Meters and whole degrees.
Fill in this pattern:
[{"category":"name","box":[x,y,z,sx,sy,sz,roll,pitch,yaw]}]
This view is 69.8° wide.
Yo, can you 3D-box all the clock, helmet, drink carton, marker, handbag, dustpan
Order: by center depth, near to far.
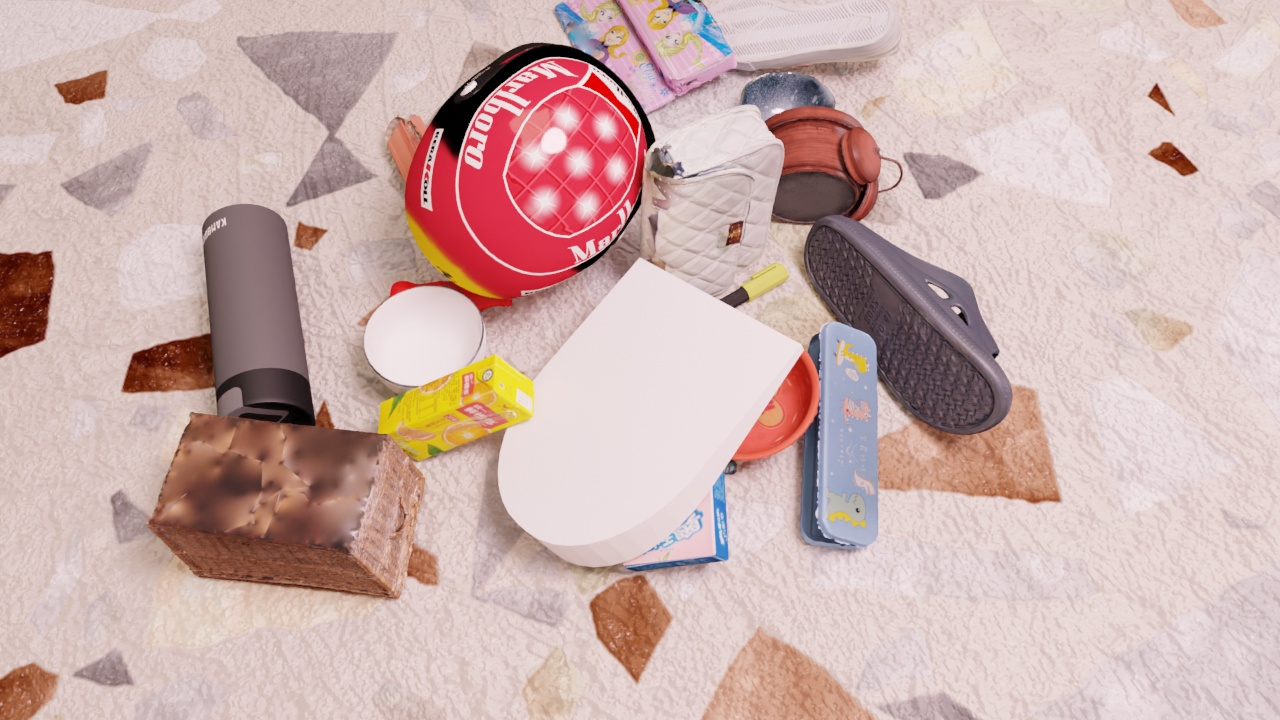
[{"category":"dustpan","box":[-0.007,0.055,0.802,0.191,0.053,0.257,33,77,35]},{"category":"drink carton","box":[-0.164,0.044,0.816,0.135,0.058,0.042,-21,52,23]},{"category":"helmet","box":[-0.096,-0.185,0.864,0.197,0.225,0.270,42,75,-25]},{"category":"handbag","box":[0.063,-0.138,0.872,0.138,0.195,0.072,-25,62,-14]},{"category":"marker","box":[0.095,-0.063,0.927,0.123,0.017,0.021,-30,108,-13]},{"category":"clock","box":[0.189,-0.197,0.946,0.158,0.120,0.072,1,67,12]}]

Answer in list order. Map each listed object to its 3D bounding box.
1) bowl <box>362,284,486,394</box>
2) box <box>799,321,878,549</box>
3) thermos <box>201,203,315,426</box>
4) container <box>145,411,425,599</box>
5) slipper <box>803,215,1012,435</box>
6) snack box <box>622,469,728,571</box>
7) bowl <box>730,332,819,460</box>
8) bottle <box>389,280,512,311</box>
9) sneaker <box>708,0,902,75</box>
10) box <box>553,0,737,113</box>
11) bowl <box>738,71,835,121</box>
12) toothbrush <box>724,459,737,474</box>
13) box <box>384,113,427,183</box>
[{"category":"bowl","box":[-0.202,-0.010,0.880,0.113,0.063,0.113,-1,60,1]},{"category":"box","box":[0.183,0.062,0.820,0.068,0.059,0.209,6,66,3]},{"category":"thermos","box":[-0.372,-0.035,0.889,0.082,0.082,0.240,-16,60,-8]},{"category":"container","box":[-0.294,0.122,0.777,0.198,0.113,0.113,5,60,6]},{"category":"slipper","box":[0.260,-0.041,0.871,0.083,0.111,0.268,-17,54,-26]},{"category":"snack box","box":[0.028,0.101,0.795,0.088,0.033,0.154,-13,64,26]},{"category":"bowl","box":[0.101,0.037,0.845,0.131,0.045,0.130,-7,64,14]},{"category":"bottle","box":[-0.190,-0.062,0.926,0.119,0.036,0.036,0,60,1]},{"category":"sneaker","box":[0.188,-0.378,1.083,0.243,0.090,0.089,7,89,26]},{"category":"box","box":[-0.003,-0.399,1.099,0.159,0.035,0.230,-27,62,3]},{"category":"bowl","box":[0.160,-0.267,1.024,0.110,0.055,0.110,-1,60,1]},{"category":"toothbrush","box":[0.000,0.070,0.853,0.189,0.017,0.016,18,61,11]},{"category":"box","box":[-0.220,-0.203,1.005,0.063,0.056,0.188,-2,53,-43]}]
